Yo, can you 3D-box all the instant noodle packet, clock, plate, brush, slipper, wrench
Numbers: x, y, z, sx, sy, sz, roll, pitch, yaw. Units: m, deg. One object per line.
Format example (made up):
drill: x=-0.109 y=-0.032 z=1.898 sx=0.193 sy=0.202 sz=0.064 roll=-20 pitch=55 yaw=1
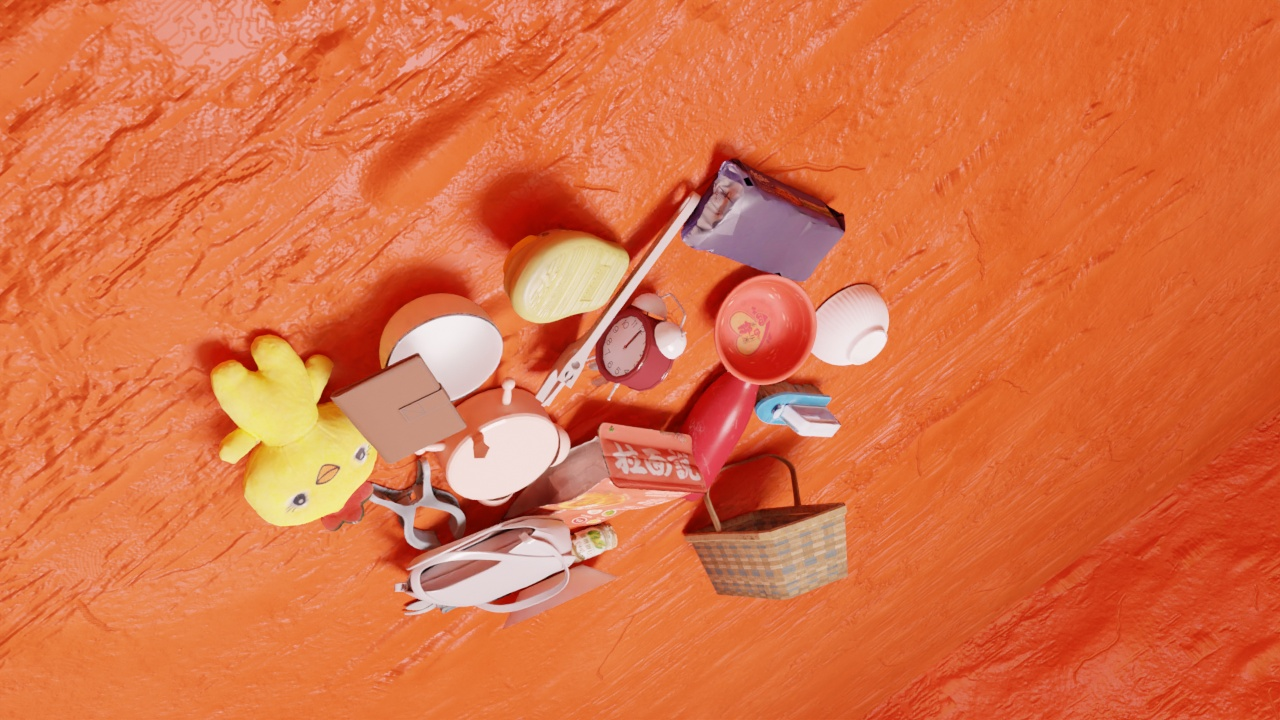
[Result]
instant noodle packet: x=-0.052 y=0.170 z=1.154 sx=0.164 sy=0.084 sz=0.222 roll=11 pitch=143 yaw=-43
clock: x=-0.154 y=0.101 z=1.015 sx=0.131 sy=0.086 sz=0.160 roll=-36 pitch=149 yaw=1
plate: x=-0.117 y=0.319 z=1.273 sx=0.174 sy=0.036 sz=0.174 roll=-23 pitch=169 yaw=-5
clock: x=0.000 y=-0.019 z=0.993 sx=0.044 sy=0.087 sz=0.125 roll=19 pitch=121 yaw=-46
brush: x=0.207 y=0.069 z=1.251 sx=0.135 sy=0.075 sz=0.055 roll=6 pitch=126 yaw=-42
slipper: x=-0.076 y=-0.093 z=0.869 sx=0.092 sy=0.081 sz=0.190 roll=-57 pitch=164 yaw=16
wrench: x=-0.024 y=-0.063 z=0.957 sx=0.018 sy=0.086 sz=0.273 roll=35 pitch=99 yaw=-12

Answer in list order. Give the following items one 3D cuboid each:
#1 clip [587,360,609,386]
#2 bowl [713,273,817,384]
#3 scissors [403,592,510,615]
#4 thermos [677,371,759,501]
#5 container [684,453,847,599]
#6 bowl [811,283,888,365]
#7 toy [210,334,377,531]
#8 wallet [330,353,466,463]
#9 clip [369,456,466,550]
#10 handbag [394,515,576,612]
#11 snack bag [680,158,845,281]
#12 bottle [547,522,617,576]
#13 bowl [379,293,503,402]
clip: x=-0.007 y=0.005 z=1.050 sx=0.102 sy=0.054 sz=0.057 roll=-26 pitch=105 yaw=-13
bowl: x=0.140 y=-0.039 z=1.082 sx=0.130 sy=0.045 sz=0.130 roll=-3 pitch=101 yaw=-16
scissors: x=-0.235 y=0.312 z=1.226 sx=0.150 sy=0.019 sz=0.131 roll=-39 pitch=140 yaw=7
thermos: x=0.102 y=0.074 z=1.179 sx=0.073 sy=0.073 sz=0.240 roll=5 pitch=125 yaw=-40
container: x=0.177 y=0.236 z=1.340 sx=0.157 sy=0.186 sz=0.250 roll=-13 pitch=175 yaw=-26
bowl: x=0.281 y=-0.036 z=1.206 sx=0.118 sy=0.062 sz=0.118 roll=-20 pitch=140 yaw=-18
toy: x=-0.319 y=0.071 z=0.850 sx=0.133 sy=0.092 sz=0.208 roll=-42 pitch=140 yaw=-30
wallet: x=-0.221 y=0.047 z=0.853 sx=0.087 sy=0.013 sz=0.121 roll=-26 pitch=143 yaw=-5
clip: x=-0.264 y=0.179 z=1.053 sx=0.106 sy=0.028 sz=0.163 roll=-27 pitch=142 yaw=-12
handbag: x=-0.197 y=0.248 z=1.081 sx=0.216 sy=0.095 sz=0.222 roll=-27 pitch=159 yaw=16
snack bag: x=0.136 y=-0.144 z=0.984 sx=0.205 sy=0.058 sz=0.096 roll=10 pitch=125 yaw=-44
bottle: x=-0.087 y=0.258 z=1.258 sx=0.111 sy=0.043 sz=0.043 roll=-18 pitch=139 yaw=-22
bowl: x=-0.193 y=-0.018 z=0.866 sx=0.113 sy=0.063 sz=0.114 roll=-20 pitch=141 yaw=-17
